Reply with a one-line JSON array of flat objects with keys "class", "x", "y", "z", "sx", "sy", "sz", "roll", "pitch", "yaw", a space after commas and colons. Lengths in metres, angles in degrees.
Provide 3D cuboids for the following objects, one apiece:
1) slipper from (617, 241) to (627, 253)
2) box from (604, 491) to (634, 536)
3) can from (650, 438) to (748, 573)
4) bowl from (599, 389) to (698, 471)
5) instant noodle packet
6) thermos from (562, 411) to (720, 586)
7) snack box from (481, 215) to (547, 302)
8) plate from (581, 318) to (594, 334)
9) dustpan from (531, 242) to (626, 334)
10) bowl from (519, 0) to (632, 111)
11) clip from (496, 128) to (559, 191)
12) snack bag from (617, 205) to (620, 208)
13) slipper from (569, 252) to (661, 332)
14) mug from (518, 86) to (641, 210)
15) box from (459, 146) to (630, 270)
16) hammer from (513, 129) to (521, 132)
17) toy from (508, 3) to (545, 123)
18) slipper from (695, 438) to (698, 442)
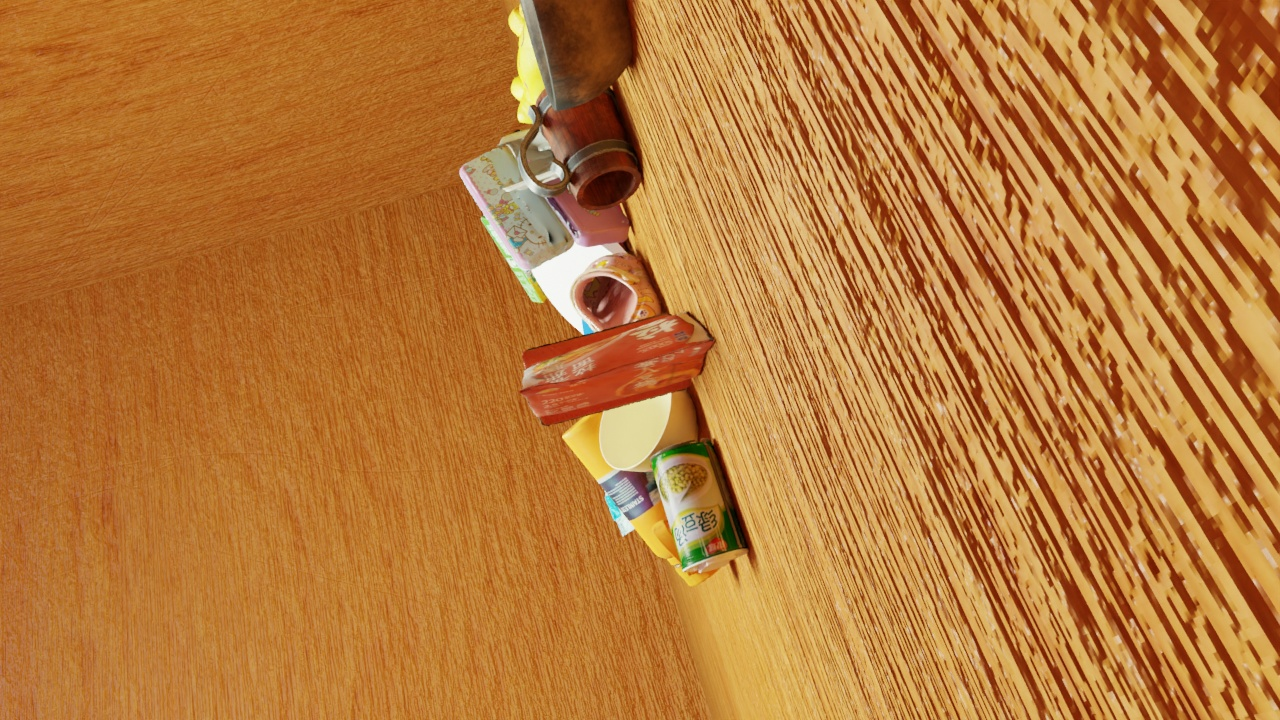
[{"class": "slipper", "x": -0.050, "y": -0.129, "z": 1.334, "sx": 0.249, "sy": 0.059, "sz": 0.103, "roll": -165, "pitch": 59, "yaw": -83}, {"class": "box", "x": 0.017, "y": 0.156, "z": 1.309, "sx": 0.169, "sy": 0.086, "sz": 0.227, "roll": -64, "pitch": 31, "yaw": 26}, {"class": "can", "x": 0.057, "y": 0.145, "z": 0.909, "sx": 0.067, "sy": 0.067, "sz": 0.121, "roll": 86, "pitch": 167, "yaw": -71}, {"class": "bowl", "x": 0.021, "y": 0.072, "z": 1.000, "sx": 0.074, "sy": 0.118, "sz": 0.118, "roll": 24, "pitch": -151, "yaw": -34}, {"class": "instant noodle packet", "x": -0.026, "y": 0.010, "z": 0.829, "sx": 0.221, "sy": 0.164, "sz": 0.084, "roll": -173, "pitch": 69, "yaw": -86}, {"class": "thermos", "x": 0.005, "y": 0.159, "z": 1.065, "sx": 0.232, "sy": 0.076, "sz": 0.091, "roll": 52, "pitch": -140, "yaw": -2}, {"class": "snack box", "x": -0.157, "y": -0.192, "z": 1.386, "sx": 0.027, "sy": 0.131, "sz": 0.168, "roll": 10, "pitch": 143, "yaw": 37}, {"class": "plate", "x": -0.007, "y": 0.007, "z": 1.204, "sx": 0.224, "sy": 0.024, "sz": 0.225, "roll": 47, "pitch": 153, "yaw": 33}, {"class": "dustpan", "x": -0.070, "y": -0.124, "z": 1.276, "sx": 0.258, "sy": 0.053, "sz": 0.192, "roll": 40, "pitch": 147, "yaw": 33}, {"class": "bowl", "x": -0.057, "y": -0.289, "z": 0.738, "sx": 0.162, "sy": 0.070, "sz": 0.162, "roll": 162, "pitch": 92, "yaw": -86}, {"class": "clip", "x": -0.093, "y": -0.256, "z": 1.073, "sx": 0.151, "sy": 0.127, "sz": 0.105, "roll": -69, "pitch": -38, "yaw": -55}, {"class": "snack bag", "x": -0.078, "y": -0.240, "z": 1.218, "sx": 0.016, "sy": 0.070, "sz": 0.196, "roll": 48, "pitch": -162, "yaw": -48}, {"class": "slipper", "x": -0.037, "y": -0.077, "z": 1.054, "sx": 0.081, "sy": 0.093, "sz": 0.197, "roll": 27, "pitch": -166, "yaw": -27}, {"class": "mug", "x": -0.065, "y": -0.207, "z": 0.885, "sx": 0.082, "sy": 0.117, "sz": 0.111, "roll": 118, "pitch": 135, "yaw": -57}, {"class": "box", "x": -0.121, "y": -0.200, "z": 1.125, "sx": 0.214, "sy": 0.151, "sz": 0.041, "roll": 54, "pitch": 158, "yaw": 35}, {"class": "hammer", "x": -0.120, "y": -0.266, "z": 1.363, "sx": 0.323, "sy": 0.029, "sz": 0.127, "roll": 32, "pitch": -142, "yaw": -73}, {"class": "toy", "x": -0.097, "y": -0.331, "z": 1.022, "sx": 0.194, "sy": 0.087, "sz": 0.134, "roll": -128, "pitch": 39, "yaw": -69}, {"class": "slipper", "x": 0.010, "y": 0.098, "z": 1.166, "sx": 0.114, "sy": 0.054, "sz": 0.273, "roll": 66, "pitch": 157, "yaw": -1}]
